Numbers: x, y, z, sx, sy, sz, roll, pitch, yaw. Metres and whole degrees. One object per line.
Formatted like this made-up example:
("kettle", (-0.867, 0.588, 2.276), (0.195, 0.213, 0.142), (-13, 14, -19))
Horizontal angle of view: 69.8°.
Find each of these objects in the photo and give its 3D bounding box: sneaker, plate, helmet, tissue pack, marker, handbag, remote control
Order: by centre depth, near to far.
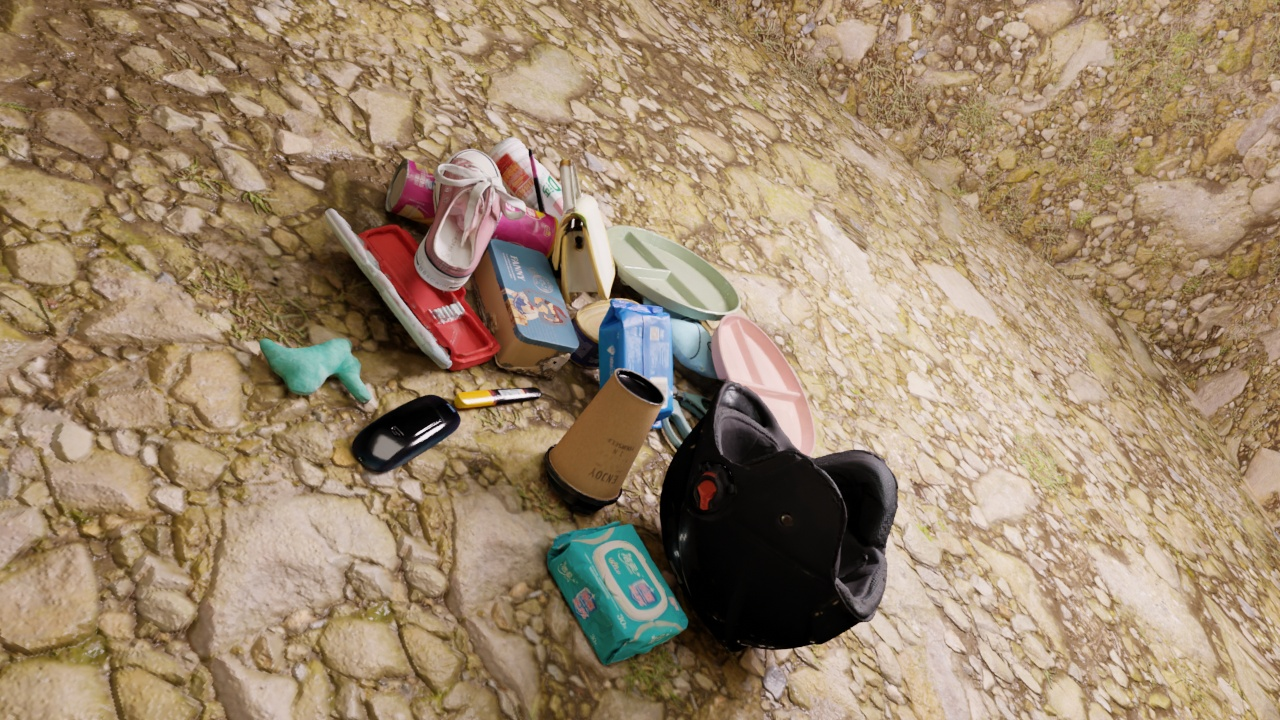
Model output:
("tissue pack", (-0.023, 0.218, 0.884), (0.093, 0.050, 0.133), (-7, 54, -49))
("remote control", (-0.221, 0.065, 0.889), (0.053, 0.024, 0.136), (45, 32, 5))
("helmet", (0.129, 0.164, 0.943), (0.274, 0.231, 0.233), (56, 20, 21))
("marker", (-0.154, 0.040, 1.002), (0.123, 0.015, 0.018), (-5, 55, -52))
("sneaker", (-0.191, -0.179, 1.044), (0.118, 0.088, 0.240), (33, 36, -22))
("tissue pack", (-0.007, 0.006, 1.108), (0.094, 0.052, 0.157), (1, 88, -45))
("handbag", (-0.083, -0.171, 1.174), (0.163, 0.063, 0.179), (-85, 165, -71))
("plate", (0.170, 0.040, 1.279), (0.229, 0.028, 0.229), (40, 32, -32))
("plate", (0.042, -0.127, 1.351), (0.230, 0.028, 0.229), (24, 26, -13))

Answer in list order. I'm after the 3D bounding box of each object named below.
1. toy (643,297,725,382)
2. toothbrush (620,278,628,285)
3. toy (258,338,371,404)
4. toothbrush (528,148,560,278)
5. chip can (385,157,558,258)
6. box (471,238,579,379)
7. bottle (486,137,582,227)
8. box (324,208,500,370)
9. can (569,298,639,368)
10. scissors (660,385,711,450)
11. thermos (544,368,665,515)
("toy", (0.067, -0.031, 1.286), (0.161, 0.050, 0.156), (36, 25, -11))
("toothbrush", (0.034, -0.129, 1.402), (0.189, 0.029, 0.020), (-15, 105, -54))
("toy", (-0.301, 0.008, 0.872), (0.096, 0.030, 0.091), (52, 35, 7))
("toothbrush", (-0.135, -0.202, 1.251), (0.017, 0.014, 0.189), (-5, 78, -41))
("chip can", (-0.211, -0.185, 1.162), (0.210, 0.072, 0.071), (18, 38, -32))
("box", (-0.142, -0.067, 1.099), (0.089, 0.063, 0.184), (11, 44, -40))
("bottle", (-0.136, -0.225, 1.297), (0.197, 0.068, 0.068), (47, 32, 5))
("box", (-0.251, -0.074, 0.994), (0.201, 0.064, 0.160), (50, 15, 14))
("can", (-0.041, -0.035, 1.178), (0.074, 0.049, 0.147), (50, 33, 15))
("scissors", (0.053, 0.071, 1.177), (0.176, 0.019, 0.171), (40, 32, -3))
("thermos", (-0.036, 0.083, 0.962), (0.093, 0.143, 0.093), (29, 21, -12))
